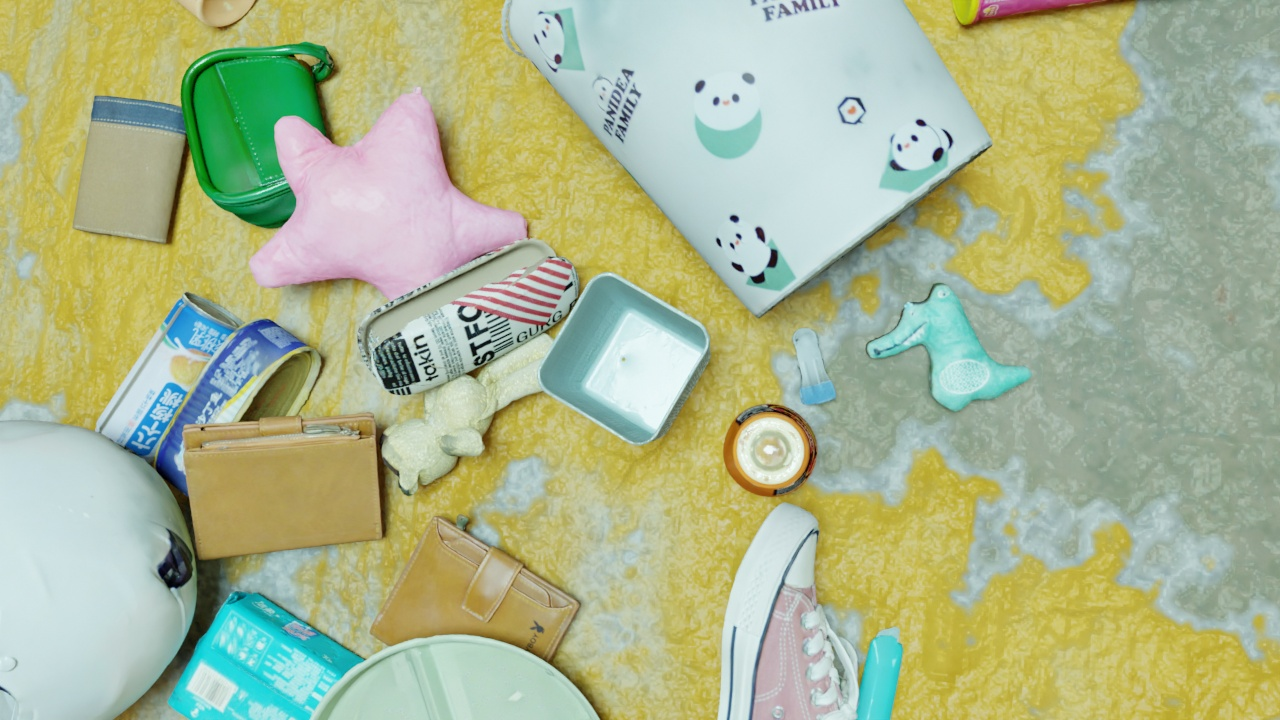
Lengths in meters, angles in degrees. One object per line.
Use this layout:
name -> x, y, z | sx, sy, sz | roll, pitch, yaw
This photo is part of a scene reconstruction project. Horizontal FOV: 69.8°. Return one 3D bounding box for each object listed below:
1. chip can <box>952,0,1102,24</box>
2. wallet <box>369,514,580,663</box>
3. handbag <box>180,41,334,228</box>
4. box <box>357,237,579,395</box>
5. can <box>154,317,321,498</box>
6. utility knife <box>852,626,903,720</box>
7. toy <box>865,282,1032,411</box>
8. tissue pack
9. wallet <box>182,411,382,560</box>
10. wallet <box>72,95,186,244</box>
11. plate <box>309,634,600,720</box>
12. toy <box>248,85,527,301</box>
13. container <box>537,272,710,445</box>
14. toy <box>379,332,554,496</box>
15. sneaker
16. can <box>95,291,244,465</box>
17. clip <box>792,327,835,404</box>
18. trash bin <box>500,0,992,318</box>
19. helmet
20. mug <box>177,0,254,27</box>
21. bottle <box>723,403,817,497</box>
chip can -> 0.331, -0.287, 0.639 | 0.211, 0.071, 0.071 | -6, 84, 7
wallet -> -0.120, 0.186, 0.685 | 0.131, 0.035, 0.119 | 29, 95, 9
handbag -> -0.290, -0.177, 0.726 | 0.120, 0.068, 0.131 | -14, 82, -1
box -> -0.128, -0.035, 0.675 | 0.163, 0.075, 0.082 | -32, 50, -17
can -> -0.307, 0.041, 0.701 | 0.049, 0.074, 0.148 | 33, 92, 12
utility knife -> 0.161, 0.265, 0.646 | 0.029, 0.013, 0.157 | 13, 84, 6
toy -> 0.214, -0.008, 0.654 | 0.096, 0.030, 0.092 | -24, 77, 13
tissue pack -> -0.275, 0.245, 0.691 | 0.133, 0.050, 0.093 | 30, 88, 9
wallet -> -0.259, 0.092, 0.671 | 0.131, 0.031, 0.108 | -5, 113, -16
wallet -> -0.419, -0.157, 0.756 | 0.090, 0.033, 0.115 | 9, 87, 11
plate -> -0.130, 0.303, 0.655 | 0.230, 0.027, 0.230 | 0, 95, 0
toy -> -0.179, -0.113, 0.685 | 0.194, 0.074, 0.179 | 16, 100, -15
container -> -0.004, 0.004, 0.641 | 0.090, 0.111, 0.090 | 31, 90, 10
toy -> -0.123, 0.036, 0.686 | 0.157, 0.066, 0.105 | -35, 49, 0
sneaker -> 0.103, 0.219, 0.612 | 0.088, 0.118, 0.241 | 10, 92, 26
can -> -0.372, 0.016, 0.722 | 0.053, 0.053, 0.134 | 34, 90, 9
clip -> 0.125, 0.004, 0.671 | 0.026, 0.038, 0.058 | -13, 85, 8
trash bin -> 0.075, -0.181, 0.600 | 0.229, 0.229, 0.252 | -36, 87, 3
helmet -> -0.401, 0.152, 0.652 | 0.229, 0.145, 0.259 | 50, 137, 29
mug -> -0.374, -0.335, 0.746 | 0.123, 0.078, 0.078 | 44, 92, 4
bottle -> 0.085, 0.059, 0.604 | 0.067, 0.149, 0.066 | -1, 85, 8
